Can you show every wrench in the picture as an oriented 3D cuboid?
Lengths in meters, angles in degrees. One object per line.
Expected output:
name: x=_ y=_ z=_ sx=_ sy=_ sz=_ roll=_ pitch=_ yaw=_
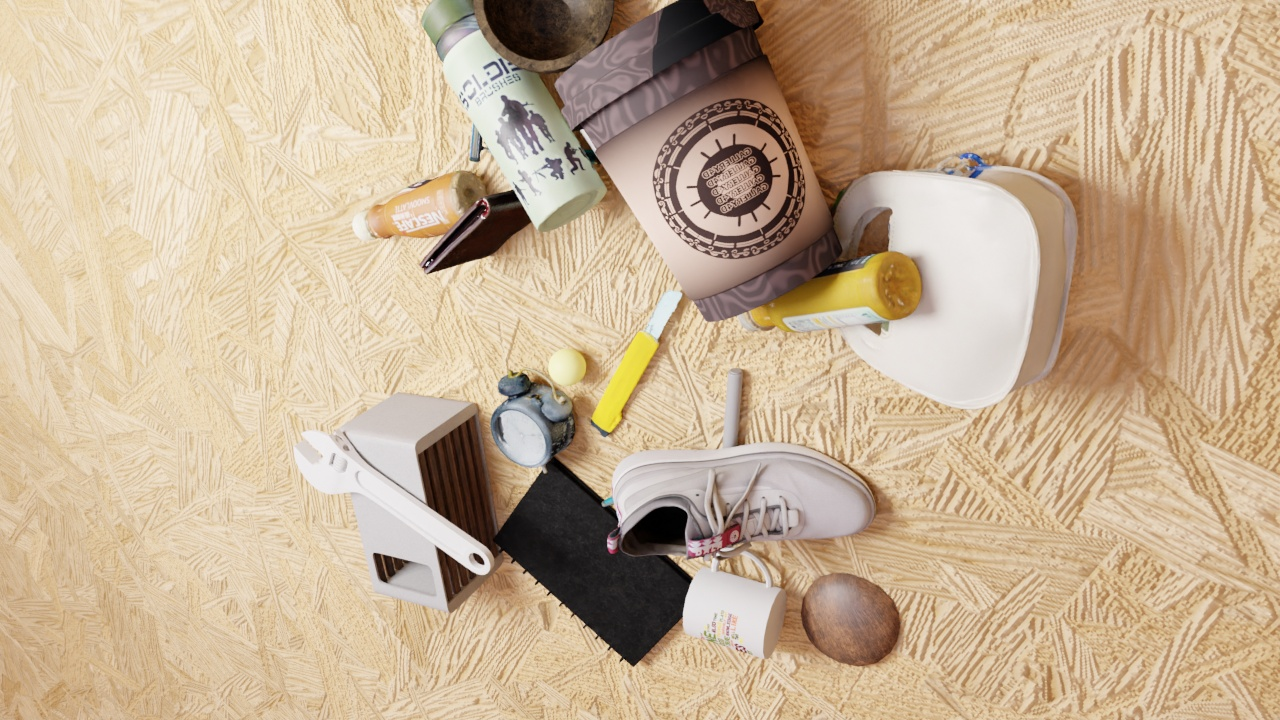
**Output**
wrench: x=-0.280 y=0.164 z=1.033 sx=0.273 sy=0.018 sz=0.087 roll=33 pitch=124 yaw=11

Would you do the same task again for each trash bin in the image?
trash bin: x=-0.260 y=0.168 z=1.105 sx=0.115 sy=0.114 sz=0.229 roll=6 pitch=115 yaw=27

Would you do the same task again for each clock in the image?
clock: x=-0.118 y=0.061 z=1.012 sx=0.090 sy=0.052 sz=0.130 roll=24 pitch=125 yaw=18

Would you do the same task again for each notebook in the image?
notebook: x=-0.057 y=0.244 z=1.087 sx=0.231 sy=0.019 sz=0.170 roll=40 pitch=124 yaw=7

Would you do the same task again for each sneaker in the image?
sneaker: x=0.093 y=0.148 z=0.881 sx=0.263 sy=0.128 sz=0.097 roll=1 pitch=115 yaw=10

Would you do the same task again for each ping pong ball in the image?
ping pong ball: x=-0.078 y=0.007 z=0.975 sx=0.040 sy=0.040 sz=0.040 roll=12 pitch=117 yaw=24

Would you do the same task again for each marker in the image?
marker: x=0.092 y=0.073 z=0.927 sx=0.016 sy=0.016 sz=0.141 roll=14 pitch=118 yaw=23

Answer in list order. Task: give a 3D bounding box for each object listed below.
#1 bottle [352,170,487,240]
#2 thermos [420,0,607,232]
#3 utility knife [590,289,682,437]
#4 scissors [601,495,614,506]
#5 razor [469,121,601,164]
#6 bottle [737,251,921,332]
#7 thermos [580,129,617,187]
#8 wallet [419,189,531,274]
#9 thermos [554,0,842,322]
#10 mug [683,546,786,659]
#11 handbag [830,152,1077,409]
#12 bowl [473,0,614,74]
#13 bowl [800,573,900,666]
bottle: x=-0.239 y=-0.157 z=0.977 sx=0.167 sy=0.059 sz=0.059 roll=-8 pitch=108 yaw=32
thermos: x=-0.118 y=-0.238 z=0.854 sx=0.083 sy=0.082 sz=0.231 roll=-34 pitch=85 yaw=36
utility knife: x=-0.006 y=0.006 z=0.948 sx=0.030 sy=0.018 sz=0.207 roll=33 pitch=129 yaw=5
scissors: x=0.023 y=0.152 z=0.997 sx=0.132 sy=0.019 sz=0.148 roll=19 pitch=114 yaw=15
razor: x=-0.103 y=-0.208 z=0.903 sx=0.144 sy=0.022 sz=0.042 roll=12 pitch=103 yaw=19
bottle: x=0.150 y=-0.052 z=0.775 sx=0.186 sy=0.053 sz=0.053 roll=-7 pitch=111 yaw=60
thermos: x=0.018 y=-0.146 z=0.843 sx=0.052 sy=0.052 sz=0.224 roll=-30 pitch=96 yaw=35
wallet: x=-0.155 y=-0.130 z=0.919 sx=0.120 sy=0.099 sz=0.031 roll=-35 pitch=86 yaw=36
thermos: x=0.056 y=-0.160 z=0.746 sx=0.173 sy=0.172 sz=0.226 roll=-22 pitch=102 yaw=34
mug: x=0.103 y=0.253 z=0.976 sx=0.090 sy=0.073 sz=0.105 roll=11 pitch=91 yaw=25
handbag: x=0.242 y=-0.067 z=0.747 sx=0.200 sy=0.092 sz=0.201 roll=24 pitch=124 yaw=41
bowl: x=-0.082 y=-0.311 z=0.811 sx=0.121 sy=0.056 sz=0.121 roll=0 pitch=94 yaw=2
bowl: x=0.212 y=0.275 z=0.947 sx=0.102 sy=0.026 sz=0.114 roll=20 pitch=121 yaw=20
